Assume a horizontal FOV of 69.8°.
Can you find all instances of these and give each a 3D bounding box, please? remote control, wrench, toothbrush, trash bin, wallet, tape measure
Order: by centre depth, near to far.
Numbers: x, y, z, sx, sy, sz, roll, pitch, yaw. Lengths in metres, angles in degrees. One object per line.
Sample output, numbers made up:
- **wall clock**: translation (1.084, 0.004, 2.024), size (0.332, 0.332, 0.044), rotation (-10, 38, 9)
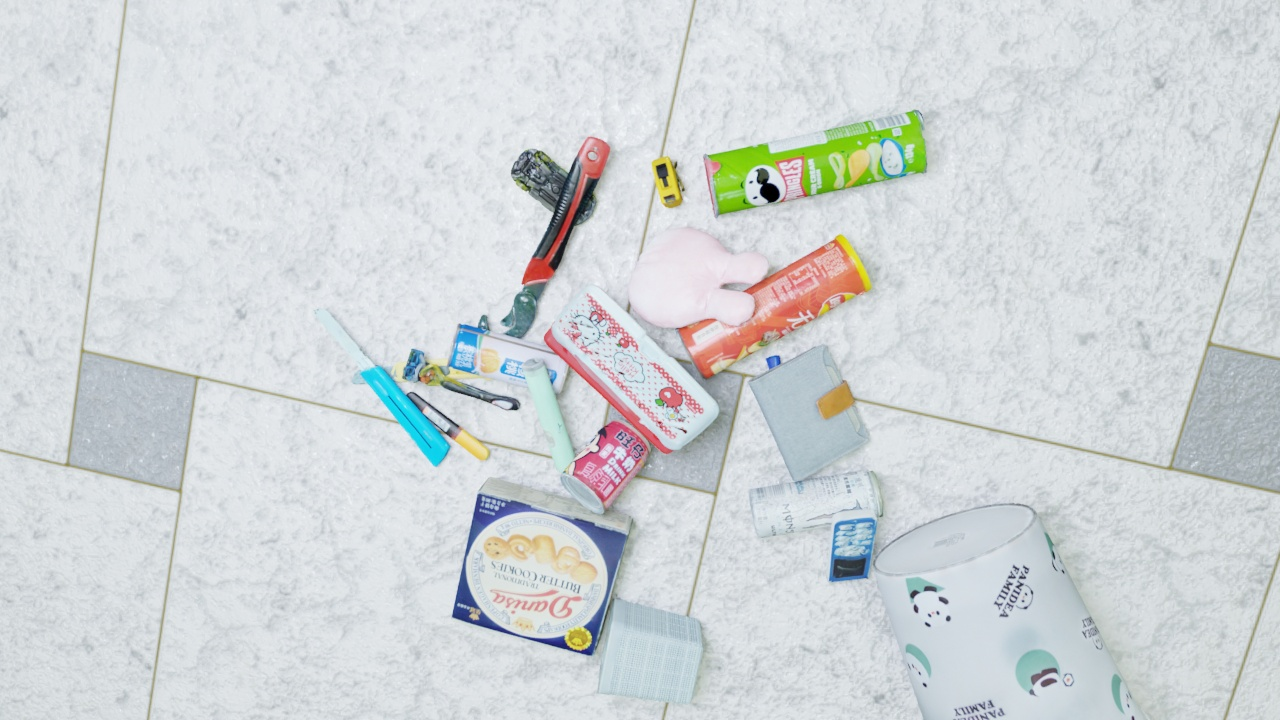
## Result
- **trash bin**: translation (0.387, 0.306, 0.995), size (0.230, 0.229, 0.252), rotation (-22, 90, 6)
- **tape measure**: translation (0.033, -0.199, 1.025), size (0.029, 0.060, 0.057), rotation (-16, 91, 7)
- **wrench**: translation (-0.107, -0.129, 1.048), size (0.056, 0.016, 0.274), rotation (28, 107, -12)
- **wallet**: translation (0.196, 0.058, 1.050), size (0.106, 0.037, 0.130), rotation (-27, 98, -9)
- **remote control**: translation (0.241, 0.214, 1.053), size (0.049, 0.024, 0.125), rotation (-5, 132, 1)
- **toothbrush**: translation (-0.094, 0.098, 1.062), size (0.026, 0.027, 0.225), rotation (11, 126, 42)

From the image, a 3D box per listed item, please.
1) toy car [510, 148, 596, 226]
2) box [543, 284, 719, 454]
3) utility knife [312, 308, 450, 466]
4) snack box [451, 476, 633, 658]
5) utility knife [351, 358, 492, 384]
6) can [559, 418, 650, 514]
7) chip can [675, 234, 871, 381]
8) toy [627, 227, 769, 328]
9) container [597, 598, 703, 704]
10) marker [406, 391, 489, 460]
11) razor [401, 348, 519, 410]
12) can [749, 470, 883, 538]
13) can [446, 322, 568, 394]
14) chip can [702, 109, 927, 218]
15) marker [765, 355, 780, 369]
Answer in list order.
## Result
- **toy car**: translation (-0.098, -0.198, 1.048), size (0.105, 0.032, 0.048), rotation (36, 104, -13)
- **box**: translation (-0.006, 0.006, 1.027), size (0.201, 0.110, 0.100), rotation (44, 106, -2)
- **utility knife**: translation (-0.308, 0.029, 1.090), size (0.034, 0.018, 0.234), rotation (-35, 98, 23)
- **snack box**: translation (-0.118, 0.247, 1.089), size (0.178, 0.045, 0.183), rotation (15, 108, 2)
- **utility knife**: translation (-0.248, 0.013, 1.098), size (0.202, 0.021, 0.031), rotation (-3, 97, 9)
- **can**: translation (-0.039, 0.120, 1.053), size (0.066, 0.067, 0.093), rotation (43, 67, -2)
- **chip can**: translation (0.148, -0.058, 1.030), size (0.217, 0.073, 0.073), rotation (-30, 95, 7)
- **toy**: translation (0.062, -0.087, 1.015), size (0.160, 0.054, 0.121), rotation (17, 78, 31)
- **container**: translation (0.013, 0.346, 1.087), size (0.111, 0.090, 0.090), rotation (10, 98, -1)
- **marker**: translation (-0.232, 0.078, 1.104), size (0.124, 0.015, 0.018), rotation (38, 104, 1)
- **razor**: translation (-0.210, 0.032, 1.082), size (0.142, 0.022, 0.043), rotation (22, 116, -9)
- **can**: translation (0.202, 0.166, 1.063), size (0.147, 0.058, 0.058), rotation (-10, 97, 5)
- **can**: translation (-0.151, -0.001, 1.058), size (0.134, 0.053, 0.053), rotation (15, 98, -8)
- **chip can**: translation (0.190, -0.216, 1.006), size (0.236, 0.072, 0.072), rotation (-11, 97, 5)
- **marker**: translation (0.171, 0.065, 1.073), size (0.017, 0.017, 0.146), rotation (-13, 97, 5)
